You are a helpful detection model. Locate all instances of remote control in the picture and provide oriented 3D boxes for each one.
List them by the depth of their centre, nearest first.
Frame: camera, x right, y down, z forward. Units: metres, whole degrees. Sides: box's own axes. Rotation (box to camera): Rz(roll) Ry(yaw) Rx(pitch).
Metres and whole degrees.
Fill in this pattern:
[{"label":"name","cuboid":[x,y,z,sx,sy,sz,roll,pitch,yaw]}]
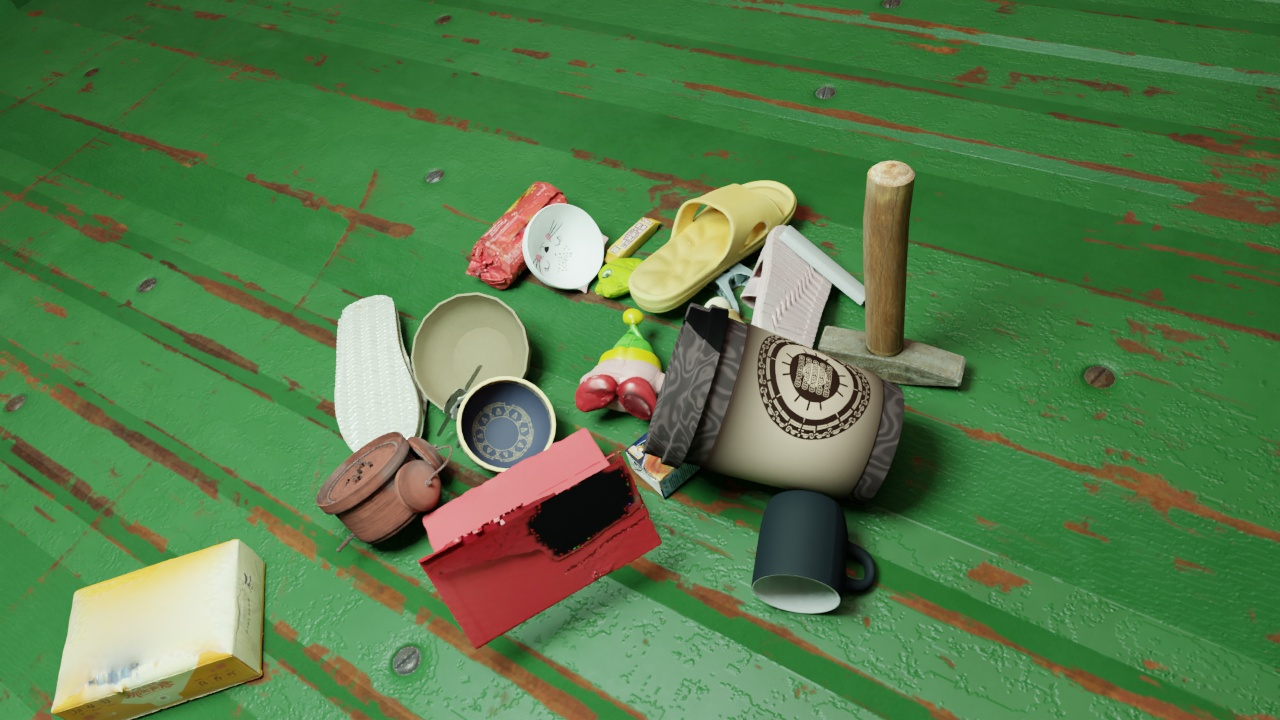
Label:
[{"label":"remote control","cuboid":[0.225,-0.118,1.120,0.131,0.012,0.033,40,38,0]}]

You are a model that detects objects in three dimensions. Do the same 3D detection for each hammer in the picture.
[{"label":"hammer","cuboid":[0.259,-0.081,0.942,0.158,0.301,0.037,11,55,22]}]

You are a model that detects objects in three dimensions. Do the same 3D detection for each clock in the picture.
[{"label":"clock","cuboid":[-0.280,0.138,1.027,0.158,0.072,0.120,-32,22,5]}]

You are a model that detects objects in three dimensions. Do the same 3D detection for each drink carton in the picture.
[{"label":"drink carton","cuboid":[0.054,0.089,1.031,0.130,0.040,0.064,-38,53,-17]}]

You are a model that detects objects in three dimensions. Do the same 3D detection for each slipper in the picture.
[{"label":"slipper","cuboid":[0.169,-0.069,1.097,0.094,0.065,0.238,31,42,-11]},{"label":"slipper","cuboid":[0.087,-0.165,1.168,0.262,0.078,0.099,-41,50,-18]},{"label":"slipper","cuboid":[-0.331,0.024,1.176,0.115,0.052,0.262,-19,54,-3]}]

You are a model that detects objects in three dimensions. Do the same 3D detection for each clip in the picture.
[{"label":"clip","cuboid":[-0.206,0.055,1.087,0.102,0.056,0.056,-60,18,0]},{"label":"clip","cuboid":[0.086,-0.108,1.191,0.112,0.028,0.163,-37,51,-15]}]

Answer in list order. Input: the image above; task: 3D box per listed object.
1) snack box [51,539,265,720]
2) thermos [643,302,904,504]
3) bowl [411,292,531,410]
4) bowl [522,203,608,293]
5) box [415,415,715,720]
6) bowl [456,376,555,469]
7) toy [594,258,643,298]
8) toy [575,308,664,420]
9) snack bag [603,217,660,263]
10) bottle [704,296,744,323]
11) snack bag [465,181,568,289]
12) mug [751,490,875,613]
[{"label":"snack box","cuboid":[-0.516,0.292,0.988,0.195,0.081,0.145,-18,49,-1]},{"label":"thermos","cuboid":[0.135,0.051,0.933,0.226,0.173,0.172,18,55,0]},{"label":"bowl","cuboid":[-0.204,-0.005,1.144,0.152,0.050,0.152,-2,83,12]},{"label":"bowl","cuboid":[-0.111,-0.150,1.235,0.114,0.114,0.051,-49,21,-24]},{"label":"box","cuboid":[-0.077,0.260,1.049,0.217,0.352,0.197,-30,46,-9]},{"label":"bowl","cuboid":[-0.159,0.080,1.071,0.112,0.061,0.112,4,72,-14]},{"label":"toy","cuboid":[-0.011,-0.109,1.211,0.093,0.036,0.094,29,57,28]},{"label":"toy","cuboid":[-0.006,0.006,1.086,0.124,0.097,0.131,3,29,13]},{"label":"snack bag","cuboid":[-0.011,-0.165,1.266,0.026,0.020,0.099,32,66,31]},{"label":"bottle","cuboid":[0.122,-0.012,1.081,0.059,0.060,0.166,-24,50,-6]},{"label":"snack bag","cuboid":[-0.165,-0.175,1.276,0.082,0.082,0.176,23,61,29]},{"label":"mug","cuboid":[0.174,0.191,0.898,0.121,0.085,0.094,19,54,-6]}]
